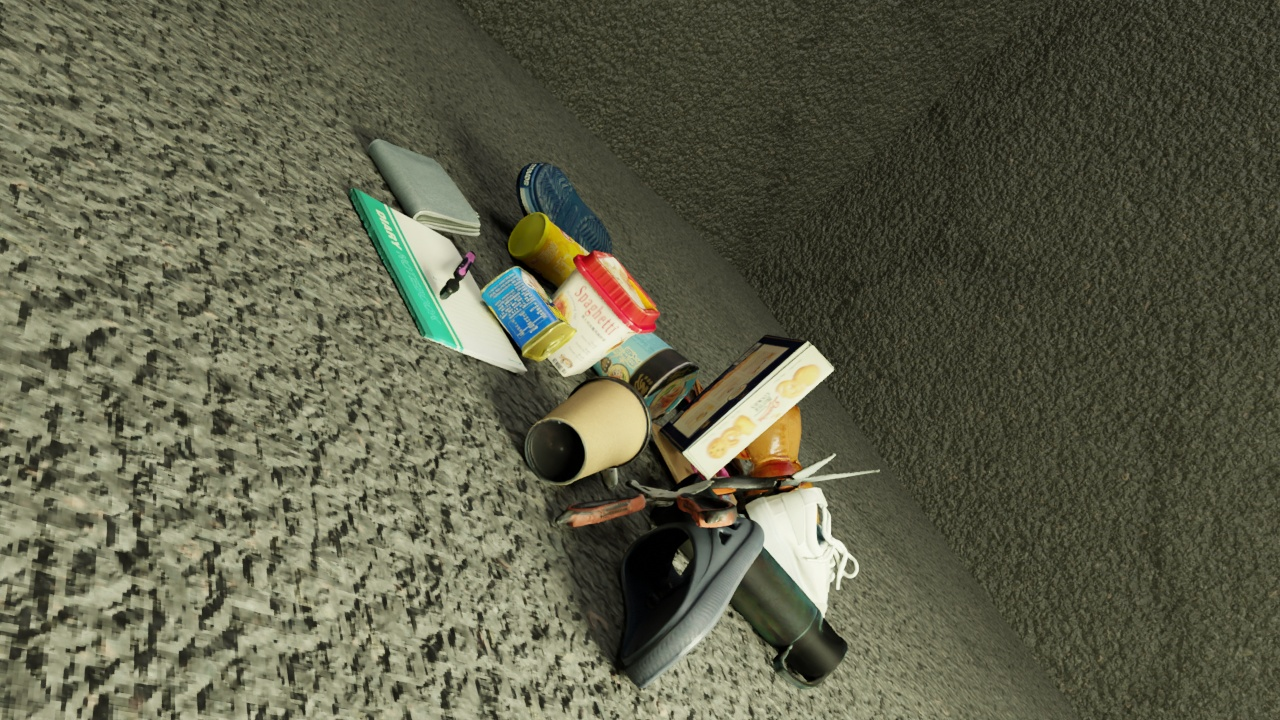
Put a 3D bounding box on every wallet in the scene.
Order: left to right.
[{"bbox_3d":[-0.252,-0.197,1.077,0.106,0.037,0.129,8,39,-54],"label":"wallet"},{"bbox_3d":[0.109,0.101,1.353,0.108,0.031,0.131,58,8,-30],"label":"wallet"}]

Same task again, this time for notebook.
[{"bbox_3d":[-0.207,-0.079,0.934,0.150,0.012,0.209,26,26,-57],"label":"notebook"},{"bbox_3d":[0.089,0.174,1.126,0.147,0.008,0.207,29,28,-51],"label":"notebook"}]

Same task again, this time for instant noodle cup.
[{"bbox_3d":[-0.059,-0.051,1.079,0.116,0.124,0.116,50,14,7],"label":"instant noodle cup"},{"bbox_3d":[-0.007,0.007,1.157,0.120,0.111,0.111,44,11,21],"label":"instant noodle cup"}]

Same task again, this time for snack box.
[{"bbox_3d":[0.112,0.047,1.043,0.046,0.178,0.182,49,-2,-8],"label":"snack box"}]

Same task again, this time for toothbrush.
[{"bbox_3d":[-0.191,-0.093,0.972,0.014,0.018,0.189,45,11,-15],"label":"toothbrush"},{"bbox_3d":[-0.041,0.084,0.994,0.017,0.016,0.187,52,9,-29],"label":"toothbrush"}]

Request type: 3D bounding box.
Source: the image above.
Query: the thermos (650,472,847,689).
[{"bbox_3d":[0.111,0.232,0.950,0.242,0.069,0.089,48,35,-2],"label":"thermos"}]

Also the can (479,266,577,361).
[{"bbox_3d":[-0.120,-0.050,0.992,0.083,0.057,0.102,52,3,7],"label":"can"}]

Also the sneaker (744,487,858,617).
[{"bbox_3d":[0.195,0.222,1.061,0.242,0.091,0.089,63,4,-45],"label":"sneaker"}]

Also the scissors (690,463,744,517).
[{"bbox_3d":[0.103,0.167,1.136,0.134,0.017,0.133,42,22,-35],"label":"scissors"}]

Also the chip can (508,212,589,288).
[{"bbox_3d":[-0.092,-0.126,1.310,0.213,0.072,0.072,36,18,-43],"label":"chip can"}]

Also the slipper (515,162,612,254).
[{"bbox_3d":[-0.126,-0.196,1.377,0.095,0.105,0.253,9,-25,28],"label":"slipper"}]

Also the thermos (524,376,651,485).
[{"bbox_3d":[-0.050,0.069,0.860,0.093,0.093,0.143,50,22,6],"label":"thermos"}]

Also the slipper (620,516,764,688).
[{"bbox_3d":[0.033,0.174,0.767,0.083,0.111,0.267,46,16,5],"label":"slipper"}]

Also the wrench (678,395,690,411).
[{"bbox_3d":[0.069,0.103,1.295,0.056,0.016,0.273,46,14,-11],"label":"wrench"}]

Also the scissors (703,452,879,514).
[{"bbox_3d":[0.146,0.138,1.024,0.232,0.221,0.021,86,2,-67],"label":"scissors"}]

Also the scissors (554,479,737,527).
[{"bbox_3d":[0.022,0.126,0.825,0.222,0.189,0.015,-6,92,-52],"label":"scissors"}]

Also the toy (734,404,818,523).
[{"bbox_3d":[0.175,0.153,1.252,0.140,0.131,0.199,-2,65,-32],"label":"toy"}]
